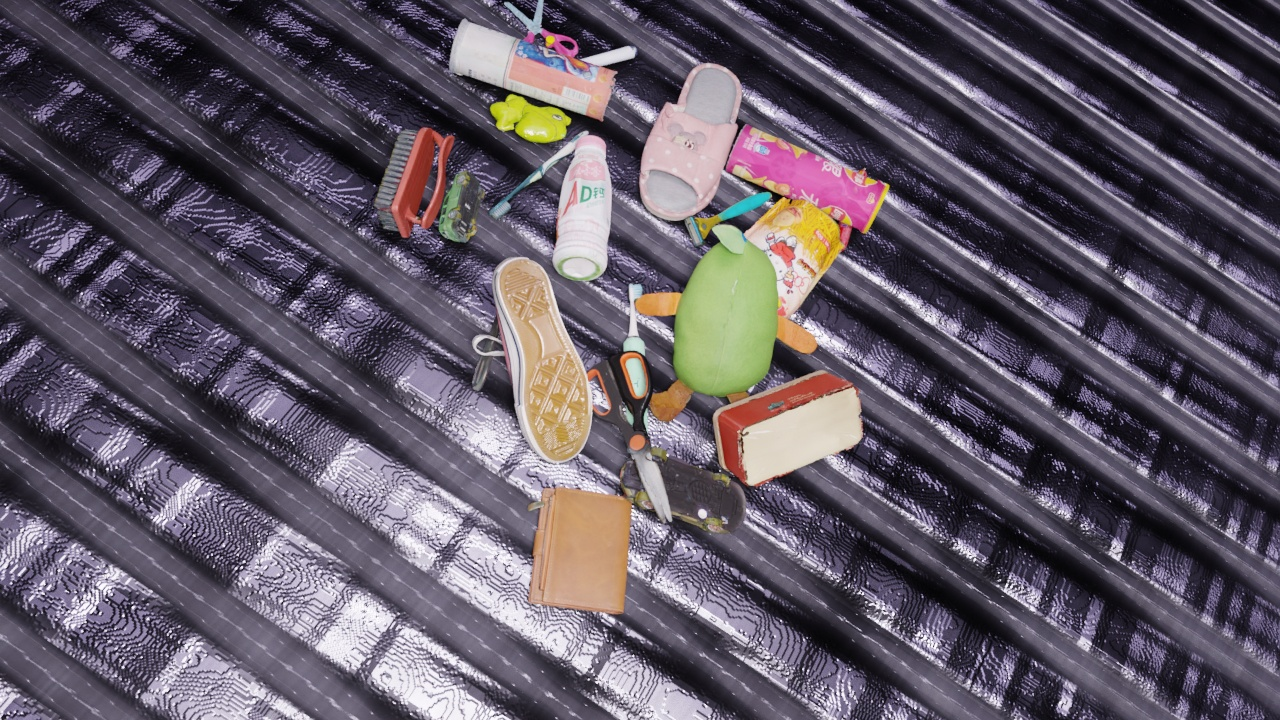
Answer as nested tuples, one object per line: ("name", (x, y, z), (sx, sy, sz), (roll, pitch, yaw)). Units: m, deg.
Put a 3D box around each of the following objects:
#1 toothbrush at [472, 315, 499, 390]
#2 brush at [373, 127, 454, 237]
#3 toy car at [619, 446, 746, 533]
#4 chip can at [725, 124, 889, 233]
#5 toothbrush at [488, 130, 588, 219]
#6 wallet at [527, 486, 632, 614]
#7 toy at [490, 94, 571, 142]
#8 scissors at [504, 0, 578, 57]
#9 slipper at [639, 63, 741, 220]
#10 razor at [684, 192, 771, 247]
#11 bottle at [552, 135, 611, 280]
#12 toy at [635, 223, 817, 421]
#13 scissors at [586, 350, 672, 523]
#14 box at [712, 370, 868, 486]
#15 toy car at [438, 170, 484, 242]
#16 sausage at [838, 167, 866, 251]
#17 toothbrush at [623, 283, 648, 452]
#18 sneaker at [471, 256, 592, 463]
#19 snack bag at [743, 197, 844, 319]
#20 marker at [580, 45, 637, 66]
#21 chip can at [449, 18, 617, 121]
("toothbrush", (-0.174, -0.045, 1.114), (0.015, 0.018, 0.180), (20, 66, -13))
("brush", (-0.276, -0.228, 1.140), (0.069, 0.063, 0.145), (8, 64, 3))
("toy car", (0.051, 0.154, 1.064), (0.158, 0.042, 0.070), (23, 57, -14))
("chip can", (0.224, -0.246, 1.244), (0.210, 0.071, 0.071), (25, 64, 5))
("toothbrush", (-0.130, -0.245, 1.206), (0.018, 0.016, 0.191), (45, 66, -3))
("wallet", (-0.071, 0.209, 1.020), (0.119, 0.035, 0.130), (9, 65, -9))
("toy", (-0.145, -0.319, 1.223), (0.100, 0.031, 0.096), (39, 52, 13))
("scissors", (-0.152, -0.460, 1.291), (0.133, 0.017, 0.125), (43, 69, 12))
("slipper", (0.075, -0.309, 1.257), (0.114, 0.055, 0.273), (24, 64, -3))
("razor", (0.121, -0.198, 1.236), (0.132, 0.028, 0.043), (-29, 100, -18))
("bottle", (-0.070, -0.200, 1.175), (0.068, 0.068, 0.196), (9, 62, -9))
("toy", (0.103, -0.036, 1.116), (0.227, 0.090, 0.246), (13, 91, -3))
("scissors", (-0.017, 0.093, 1.055), (0.137, 0.022, 0.234), (-9, 60, 19))
("box", (0.181, 0.084, 1.087), (0.168, 0.079, 0.091), (-19, 115, -19))
("toy car", (-0.224, -0.192, 1.145), (0.036, 0.043, 0.091), (3, 70, 28))
("sausage", (0.294, -0.212, 1.287), (0.020, 0.020, 0.155), (23, 65, -3))
("toothbrush", (-0.007, 0.007, 1.124), (0.027, 0.026, 0.224), (-1, 67, -4))
("sneaker", (-0.123, -0.001, 1.068), (0.118, 0.088, 0.241), (-18, 96, -20))
("snack bag", (0.167, -0.115, 1.201), (0.128, 0.073, 0.207), (42, 73, 5))
("marker", (-0.064, -0.423, 1.292), (0.130, 0.018, 0.022), (-22, 92, -20))
("chip can", (-0.142, -0.387, 1.230), (0.214, 0.071, 0.071), (17, 65, -5))
